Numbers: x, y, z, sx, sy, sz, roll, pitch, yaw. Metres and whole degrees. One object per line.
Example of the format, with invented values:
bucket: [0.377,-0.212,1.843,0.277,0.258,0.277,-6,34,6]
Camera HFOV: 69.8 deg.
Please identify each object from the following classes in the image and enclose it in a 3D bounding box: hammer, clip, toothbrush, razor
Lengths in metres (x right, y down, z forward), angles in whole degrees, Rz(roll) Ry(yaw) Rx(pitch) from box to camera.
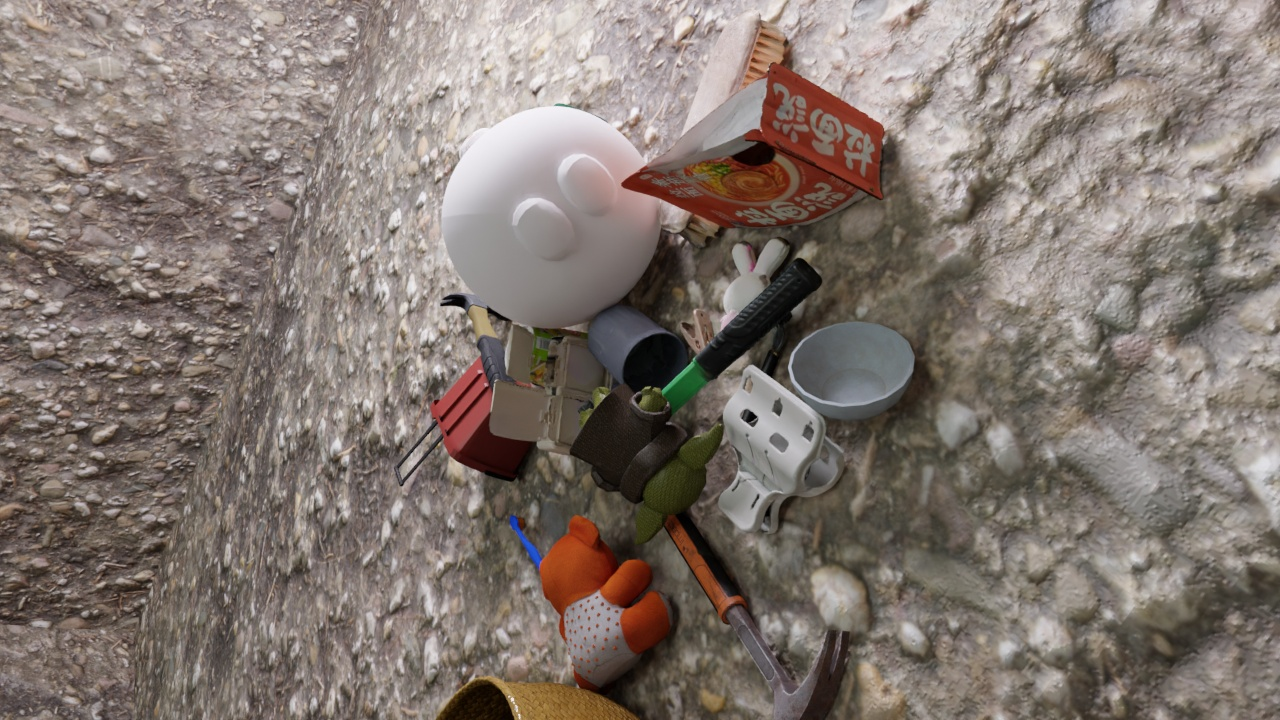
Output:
hammer: [-0.208,-0.012,1.284,0.025,0.117,0.332,-62,30,20]
hammer: [0.065,0.010,0.939,0.130,0.032,0.320,49,126,6]
hammer: [0.087,0.219,0.893,0.138,0.035,0.314,-60,37,19]
clip: [0.062,-0.025,1.033,0.041,0.024,0.060,-32,56,44]
clip: [0.134,0.094,0.875,0.126,0.095,0.152,44,133,53]
toothbrush: [-0.133,0.258,1.199,0.182,0.018,0.016,44,113,49]
razor: [0.124,0.016,0.935,0.043,0.022,0.144,36,112,63]

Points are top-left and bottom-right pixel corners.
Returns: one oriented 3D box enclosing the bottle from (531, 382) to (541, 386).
bottle: [-0.148,-0.049,1.312,0.046,0.045,0.184,-44,45,35]

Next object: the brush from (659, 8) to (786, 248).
brush: [0.092,-0.267,1.059,0.083,0.056,0.271,24,96,59]

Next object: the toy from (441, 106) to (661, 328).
toy: [-0.117,-0.177,1.135,0.262,0.265,0.281,-47,15,-9]

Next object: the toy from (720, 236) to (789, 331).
toy: [0.114,-0.073,0.967,0.079,0.038,0.122,3,69,59]

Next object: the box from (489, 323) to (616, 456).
box: [-0.100,0.038,1.095,0.050,0.183,0.143,-5,76,46]

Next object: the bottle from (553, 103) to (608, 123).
bottle: [-0.084,-0.327,1.321,0.131,0.061,0.061,38,110,53]

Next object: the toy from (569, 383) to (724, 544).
toy: [0.000,0.093,0.944,0.153,0.078,0.180,38,123,12]

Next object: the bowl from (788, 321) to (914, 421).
bowl: [0.185,0.015,0.803,0.106,0.039,0.106,-10,41,9]

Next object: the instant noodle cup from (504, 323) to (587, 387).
instant noodle cup: [-0.112,-0.004,1.192,0.099,0.107,0.098,-28,54,46]

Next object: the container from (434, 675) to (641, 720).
container: [-0.099,0.484,0.904,0.308,0.196,0.306,-29,53,46]

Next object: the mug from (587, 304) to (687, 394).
mug: [-0.006,0.006,1.079,0.104,0.083,0.124,40,136,53]

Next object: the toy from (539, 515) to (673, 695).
toy: [-0.049,0.269,1.022,0.164,0.092,0.172,-53,52,32]

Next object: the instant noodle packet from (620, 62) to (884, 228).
instant noodle packet: [0.106,-0.189,0.915,0.221,0.164,0.084,-14,68,51]

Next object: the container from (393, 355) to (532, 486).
container: [-0.238,0.109,1.303,0.201,0.127,0.148,-52,39,12]
